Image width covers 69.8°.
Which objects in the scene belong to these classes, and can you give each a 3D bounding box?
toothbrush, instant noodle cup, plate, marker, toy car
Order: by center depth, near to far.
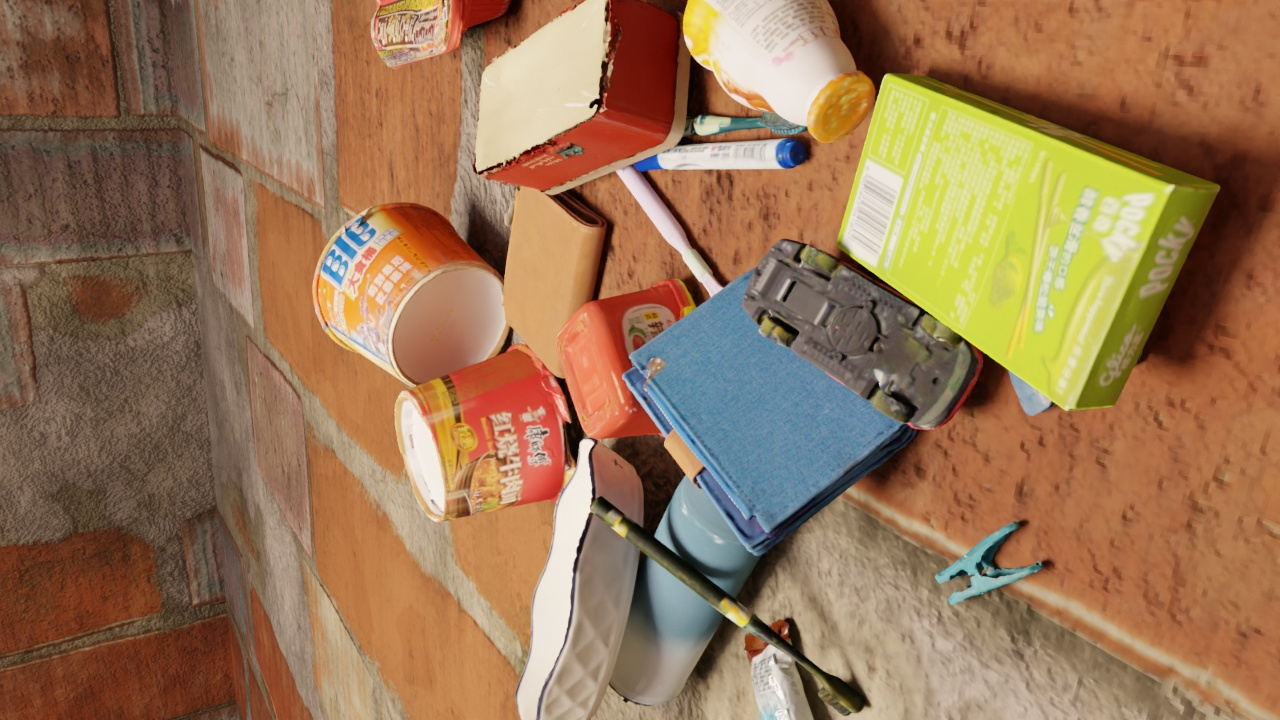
[{"bbox_3d":[0.105,-0.014,0.435,0.120,0.045,0.053,40,109,34],"label":"toy car"},{"bbox_3d":[0.046,0.138,0.516,0.186,0.012,0.017,37,140,7],"label":"toothbrush"},{"bbox_3d":[0.042,-0.120,0.538,0.146,0.016,0.017,16,111,54],"label":"marker"},{"bbox_3d":[0.032,-0.141,0.546,0.192,0.018,0.016,18,101,54],"label":"toothbrush"},{"bbox_3d":[0.012,-0.092,0.587,0.029,0.021,0.189,-44,55,17],"label":"toothbrush"},{"bbox_3d":[-0.042,0.157,0.631,0.205,0.045,0.205,-167,91,-81],"label":"plate"},{"bbox_3d":[-0.164,-0.338,0.741,0.165,0.079,0.189,17,113,54],"label":"instant noodle cup"},{"bbox_3d":[-0.132,0.064,0.750,0.138,0.108,0.138,35,133,49],"label":"instant noodle cup"},{"bbox_3d":[-0.191,-0.050,0.801,0.111,0.151,0.152,34,125,39],"label":"instant noodle cup"}]

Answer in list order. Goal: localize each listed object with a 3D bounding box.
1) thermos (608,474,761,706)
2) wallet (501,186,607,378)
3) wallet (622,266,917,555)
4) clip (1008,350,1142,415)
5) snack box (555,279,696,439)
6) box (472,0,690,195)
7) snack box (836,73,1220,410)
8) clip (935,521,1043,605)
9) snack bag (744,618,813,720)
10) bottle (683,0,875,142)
[{"bbox_3d":[0.034,0.132,0.569,0.070,0.070,0.221,55,138,35],"label":"thermos"},{"bbox_3d":[-0.072,-0.068,0.710,0.108,0.031,0.132,42,131,39],"label":"wallet"},{"bbox_3d":[0.062,0.022,0.481,0.133,0.106,0.040,52,180,37],"label":"wallet"},{"bbox_3d":[0.170,0.004,0.369,0.057,0.028,0.024,133,127,-61],"label":"clip"},{"bbox_3d":[-0.003,0.003,0.579,0.082,0.080,0.091,-41,64,53],"label":"snack box"},{"bbox_3d":[-0.050,-0.170,0.589,0.169,0.078,0.091,-5,79,54],"label":"box"},{"bbox_3d":[0.140,-0.055,0.369,0.156,0.026,0.086,-128,42,-53],"label":"snack box"},{"bbox_3d":[0.157,0.094,0.418,0.056,0.014,0.041,-51,56,47],"label":"clip"},{"bbox_3d":[0.085,0.206,0.536,0.045,0.026,0.105,-49,48,48],"label":"snack bag"},{"bbox_3d":[0.068,-0.151,0.447,0.108,0.063,0.063,56,140,34],"label":"bottle"}]
